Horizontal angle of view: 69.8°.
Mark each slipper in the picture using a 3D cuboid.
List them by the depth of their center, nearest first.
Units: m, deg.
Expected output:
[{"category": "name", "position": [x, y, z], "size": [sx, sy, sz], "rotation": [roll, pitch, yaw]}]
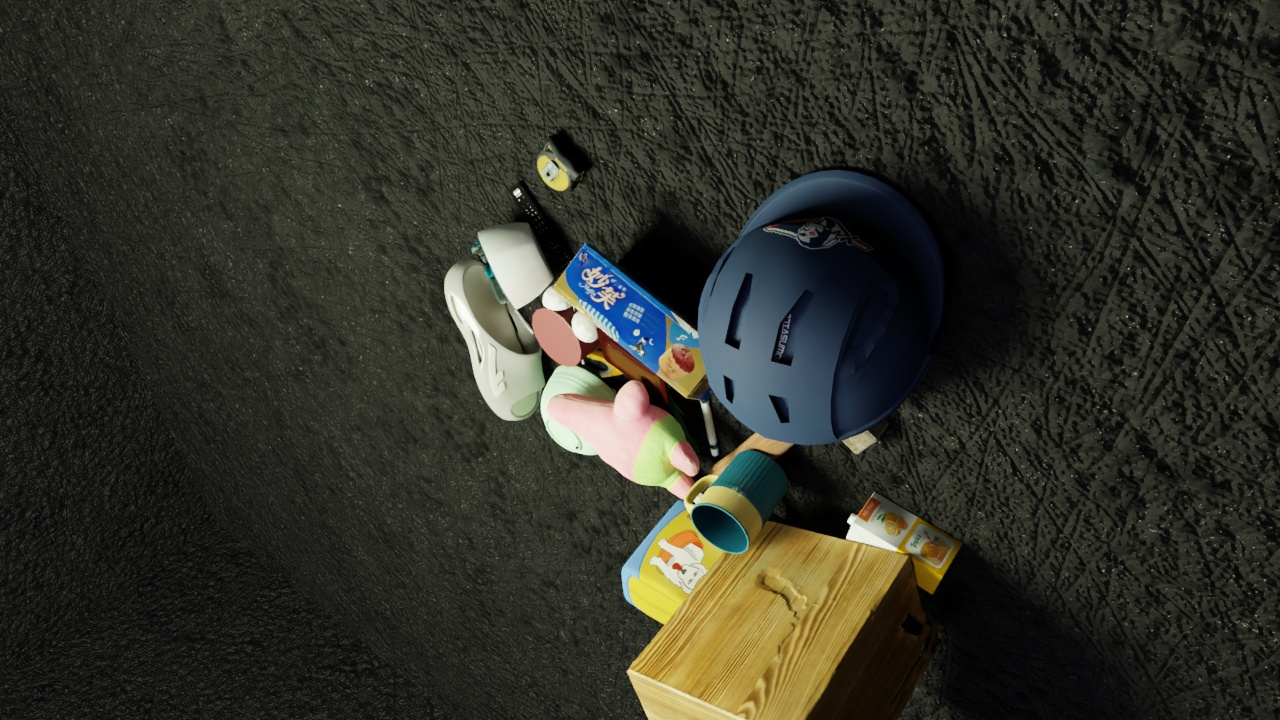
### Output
[{"category": "slipper", "position": [-0.198, -0.028, 1.361], "size": [0.081, 0.112, 0.266], "rotation": [-4, 116, 34]}]

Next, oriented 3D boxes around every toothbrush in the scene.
[{"category": "toothbrush", "position": [0.083, 0.056, 1.212], "size": [0.012, 0.017, 0.187], "rotation": [18, 135, 39]}, {"category": "toothbrush", "position": [0.037, 0.057, 1.242], "size": [0.016, 0.017, 0.190], "rotation": [6, 131, 47]}]

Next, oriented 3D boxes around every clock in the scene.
[{"category": "clock", "position": [-0.096, -0.048, 1.242], "size": [0.096, 0.048, 0.138], "rotation": [43, 145, 12]}]

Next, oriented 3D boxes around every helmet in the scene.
[{"category": "helmet", "position": [0.168, -0.050, 0.894], "size": [0.232, 0.222, 0.272], "rotation": [21, 100, 30]}]

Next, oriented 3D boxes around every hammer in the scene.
[{"category": "hammer", "position": [0.161, 0.094, 1.151], "size": [0.158, 0.037, 0.302], "rotation": [44, 144, 4]}]

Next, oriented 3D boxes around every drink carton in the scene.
[{"category": "drink carton", "position": [0.309, 0.214, 1.093], "size": [0.122, 0.058, 0.040], "rotation": [31, 141, 22]}]

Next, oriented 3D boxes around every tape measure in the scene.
[{"category": "tape measure", "position": [-0.098, -0.234, 1.112], "size": [0.061, 0.034, 0.062], "rotation": [47, 146, 2]}]

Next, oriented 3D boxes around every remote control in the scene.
[{"category": "remote control", "position": [-0.127, -0.173, 1.219], "size": [0.030, 0.009, 0.140], "rotation": [-20, 108, 52]}]

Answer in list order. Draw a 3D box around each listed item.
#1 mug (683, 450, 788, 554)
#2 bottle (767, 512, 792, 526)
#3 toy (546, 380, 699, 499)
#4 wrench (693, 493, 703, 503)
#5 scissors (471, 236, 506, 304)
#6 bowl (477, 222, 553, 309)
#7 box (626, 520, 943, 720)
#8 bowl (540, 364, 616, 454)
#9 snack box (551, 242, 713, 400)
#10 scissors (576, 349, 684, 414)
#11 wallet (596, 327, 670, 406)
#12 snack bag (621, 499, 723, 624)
[{"category": "mug", "position": [0.113, 0.171, 1.150], "size": [0.114, 0.107, 0.083], "rotation": [8, 133, 40]}, {"category": "bottle", "position": [0.185, 0.238, 1.234], "size": [0.055, 0.055, 0.174], "rotation": [-12, 119, 50]}, {"category": "toy", "position": [-0.021, 0.102, 1.243], "size": [0.237, 0.096, 0.192], "rotation": [25, 143, 16]}, {"category": "wrench", "position": [0.081, 0.198, 1.311], "size": [0.273, 0.018, 0.087], "rotation": [42, 163, 27]}, {"category": "scissors", "position": [-0.213, -0.139, 1.261], "size": [0.154, 0.019, 0.124], "rotation": [63, 178, 32]}, {"category": "bowl", "position": [-0.162, -0.132, 1.216], "size": [0.116, 0.065, 0.116], "rotation": [127, 118, -90]}, {"category": "box", "position": [0.215, 0.416, 1.094], "size": [0.284, 0.278, 0.324], "rotation": [5, 125, 43]}, {"category": "bowl", "position": [-0.092, 0.085, 1.357], "size": [0.151, 0.076, 0.151], "rotation": [30, 149, 21]}, {"category": "snack box", "position": [0.011, -0.041, 1.083], "size": [0.203, 0.069, 0.155], "rotation": [39, -175, 11]}, {"category": "scissors", "position": [-0.023, -0.014, 1.257], "size": [0.226, 0.016, 0.217], "rotation": [13, 132, 37]}, {"category": "wallet", "position": [-0.007, 0.007, 1.196], "size": [0.115, 0.018, 0.091], "rotation": [40, 162, 24]}, {"category": "snack bag", "position": [0.099, 0.316, 1.319], "size": [0.205, 0.158, 0.102], "rotation": [24, 140, 27]}]
